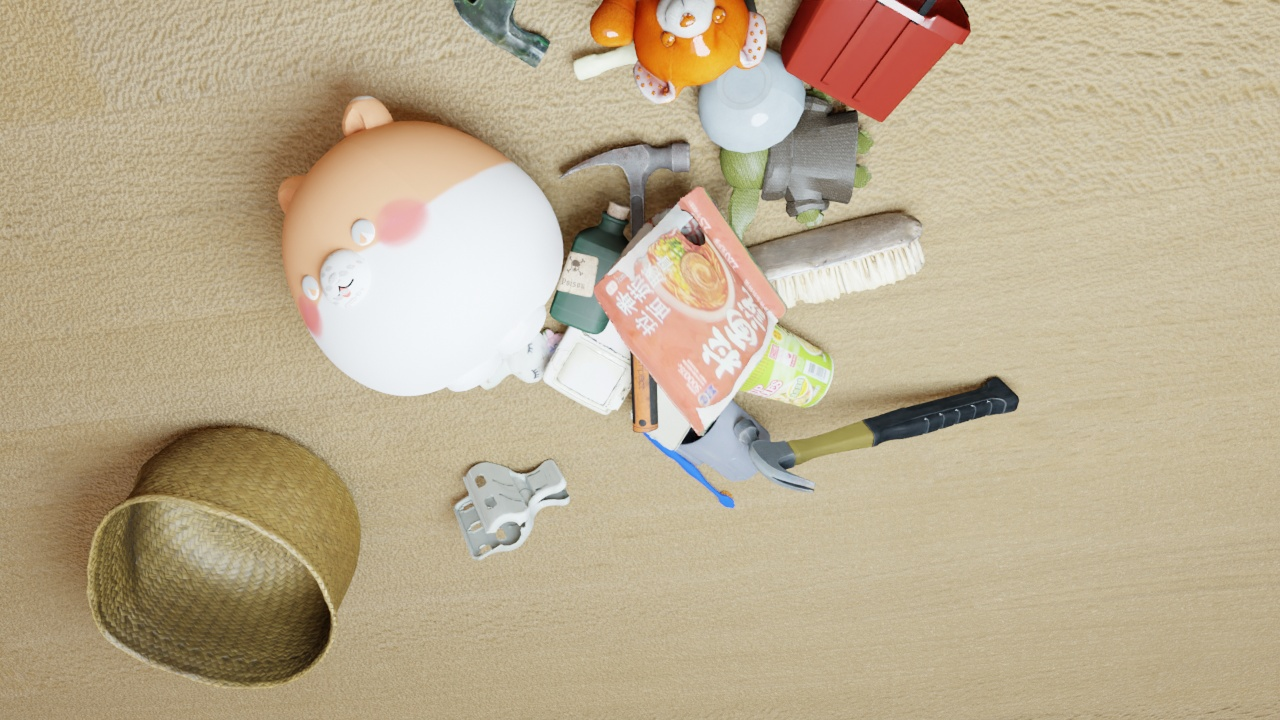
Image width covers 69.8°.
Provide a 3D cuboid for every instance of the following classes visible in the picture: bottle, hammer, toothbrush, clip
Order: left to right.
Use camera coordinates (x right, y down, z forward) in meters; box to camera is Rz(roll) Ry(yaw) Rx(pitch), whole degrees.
[{"bbox_3d":[-0.167,0.170,1.160,0.152,0.126,0.096,-32,127,-6],"label":"clip"},{"bbox_3d":[-0.070,-0.434,0.825,0.130,0.032,0.320,30,118,-15],"label":"hammer"},{"bbox_3d":[-0.043,-0.099,0.942,0.061,0.061,0.131,22,108,2],"label":"bottle"},{"bbox_3d":[-0.012,-0.073,0.997,0.138,0.035,0.315,-1,105,5],"label":"hammer"},{"bbox_3d":[0.023,-0.308,0.891,0.185,0.045,0.045,-14,120,10],"label":"bottle"},{"bbox_3d":[0.060,0.134,1.187,0.016,0.018,0.182,-39,110,23],"label":"toothbrush"},{"bbox_3d":[0.283,0.077,1.051,0.332,0.117,0.025,-13,129,-14],"label":"hammer"}]

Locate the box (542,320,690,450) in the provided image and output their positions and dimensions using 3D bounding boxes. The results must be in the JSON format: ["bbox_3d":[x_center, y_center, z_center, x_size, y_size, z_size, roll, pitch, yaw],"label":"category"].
[{"bbox_3d":[-0.006,0.006,1.054,0.184,0.050,0.144,28,109,-6],"label":"box"}]

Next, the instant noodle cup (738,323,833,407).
[{"bbox_3d":[0.159,0.005,1.060,0.108,0.098,0.099,23,120,-21],"label":"instant noodle cup"}]

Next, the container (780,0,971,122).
[{"bbox_3d":[0.228,-0.334,0.821,0.148,0.126,0.201,24,130,-12],"label":"container"}]

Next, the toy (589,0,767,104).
[{"bbox_3d":[0.030,-0.327,0.819,0.164,0.092,0.172,-23,88,9],"label":"toy"}]

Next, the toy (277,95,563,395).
[{"bbox_3d":[-0.222,-0.106,0.903,0.263,0.265,0.280,-38,96,25],"label":"toy"}]

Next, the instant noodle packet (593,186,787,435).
[{"bbox_3d":[0.040,-0.045,0.864,0.084,0.220,0.164,-28,105,34],"label":"instant noodle packet"}]

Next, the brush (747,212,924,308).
[{"bbox_3d":[0.170,-0.098,0.996,0.271,0.083,0.057,-15,120,10],"label":"brush"}]

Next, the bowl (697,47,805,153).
[{"bbox_3d":[0.103,-0.258,0.883,0.106,0.039,0.106,-3,79,16],"label":"bowl"}]

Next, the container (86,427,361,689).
[{"bbox_3d":[-0.510,0.242,1.168,0.307,0.196,0.307,2,121,3],"label":"container"}]

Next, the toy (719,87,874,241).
[{"bbox_3d":[0.157,-0.206,0.929,0.153,0.078,0.179,3,96,5],"label":"toy"}]

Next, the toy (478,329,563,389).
[{"bbox_3d":[-0.141,-0.007,1.090,0.123,0.038,0.079,-9,111,3],"label":"toy"}]

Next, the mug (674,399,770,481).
[{"bbox_3d":[0.082,0.093,1.119,0.124,0.083,0.104,-17,137,40],"label":"mug"}]
